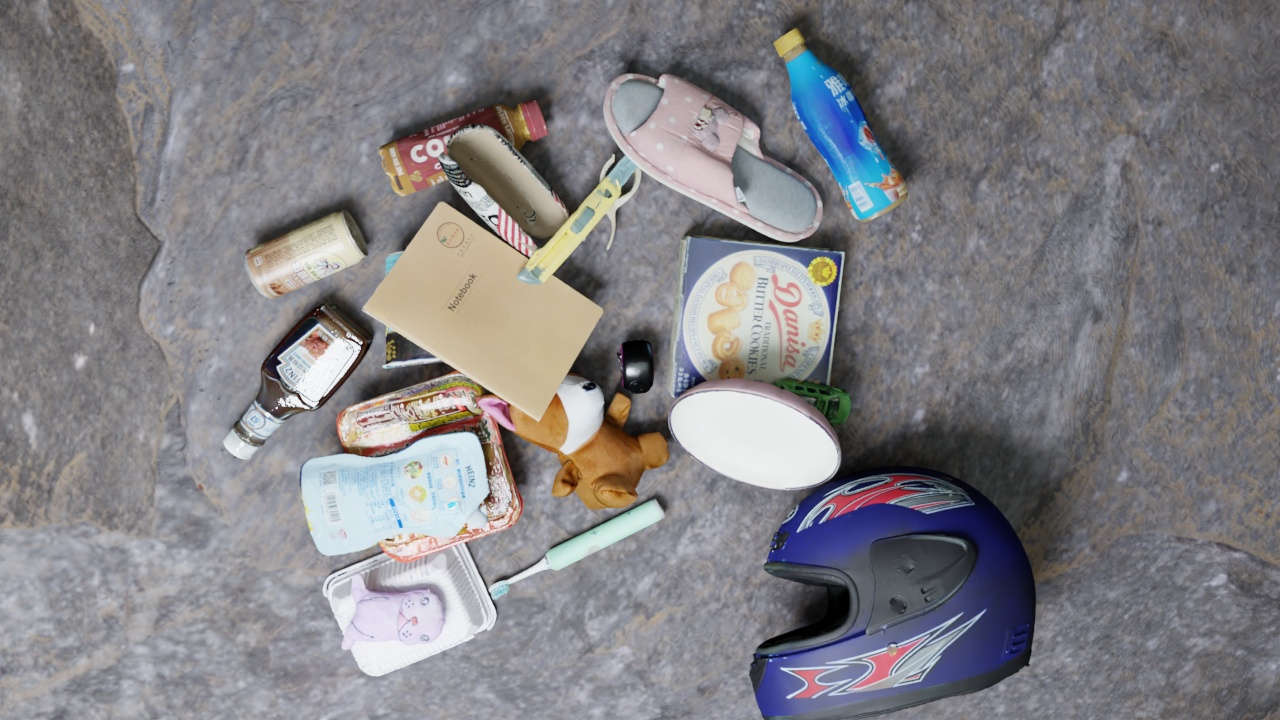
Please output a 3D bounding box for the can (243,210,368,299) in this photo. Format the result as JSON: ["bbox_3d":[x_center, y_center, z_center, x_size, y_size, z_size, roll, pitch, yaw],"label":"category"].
[{"bbox_3d":[-0.357,-0.113,0.982,0.116,0.058,0.058,-24,100,0],"label":"can"}]

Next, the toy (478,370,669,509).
[{"bbox_3d":[-0.069,0.074,1.004,0.199,0.139,0.131,44,133,-1],"label":"toy"}]

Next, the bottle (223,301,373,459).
[{"bbox_3d":[-0.383,0.027,1.010,0.080,0.044,0.195,42,94,-8],"label":"bottle"}]

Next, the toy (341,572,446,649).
[{"bbox_3d":[-0.266,0.276,0.999,0.108,0.039,0.084,6,90,-4],"label":"toy"}]

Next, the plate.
[{"bbox_3d":[0.127,0.076,1.005,0.192,0.193,0.038,27,57,-8],"label":"plate"}]

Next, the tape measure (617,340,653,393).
[{"bbox_3d":[-0.006,0.006,1.027,0.039,0.057,0.058,-2,107,-3],"label":"tape measure"}]

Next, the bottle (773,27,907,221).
[{"bbox_3d":[0.213,-0.258,1.000,0.065,0.065,0.218,-33,99,1],"label":"bottle"}]

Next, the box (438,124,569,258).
[{"bbox_3d":[-0.137,-0.179,0.962,0.087,0.076,0.163,-52,129,-5],"label":"box"}]

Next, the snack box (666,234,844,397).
[{"bbox_3d":[0.129,-0.044,1.036,0.182,0.045,0.178,4,99,-4],"label":"snack box"}]

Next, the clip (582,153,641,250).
[{"bbox_3d":[-0.043,-0.181,1.008,0.081,0.034,0.104,35,97,-10],"label":"clip"}]

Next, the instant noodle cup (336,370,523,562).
[{"bbox_3d":[-0.227,0.114,1.016,0.164,0.079,0.189,-17,98,-1],"label":"instant noodle cup"}]

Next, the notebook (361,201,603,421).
[{"bbox_3d":[-0.156,-0.052,0.947,0.207,0.008,0.147,34,66,-11],"label":"notebook"}]

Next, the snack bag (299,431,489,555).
[{"bbox_3d":[-0.253,0.140,0.960,0.191,0.039,0.110,-10,92,0],"label":"snack bag"}]

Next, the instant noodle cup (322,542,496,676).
[{"bbox_3d":[-0.267,0.287,1.051,0.173,0.060,0.138,-22,100,1],"label":"instant noodle cup"}]

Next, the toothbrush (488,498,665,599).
[{"bbox_3d":[-0.076,0.220,1.070,0.224,0.027,0.026,-26,137,0],"label":"toothbrush"}]

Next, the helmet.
[{"bbox_3d":[0.253,0.242,0.993,0.315,0.247,0.240,-16,74,2],"label":"helmet"}]

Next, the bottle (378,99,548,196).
[{"bbox_3d":[-0.186,-0.230,0.977,0.175,0.057,0.057,-20,100,-1],"label":"bottle"}]

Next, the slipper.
[{"bbox_3d":[0.084,-0.220,0.984,0.274,0.055,0.114,31,66,-11],"label":"slipper"}]

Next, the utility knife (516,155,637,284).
[{"bbox_3d":[-0.059,-0.154,0.975,0.031,0.021,0.198,42,77,-21],"label":"utility knife"}]

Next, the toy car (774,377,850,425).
[{"bbox_3d":[0.190,0.047,1.015,0.091,0.036,0.043,9,99,-9],"label":"toy car"}]

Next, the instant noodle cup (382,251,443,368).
[{"bbox_3d":[-0.227,-0.057,0.984,0.111,0.111,0.120,-7,91,-3],"label":"instant noodle cup"}]
